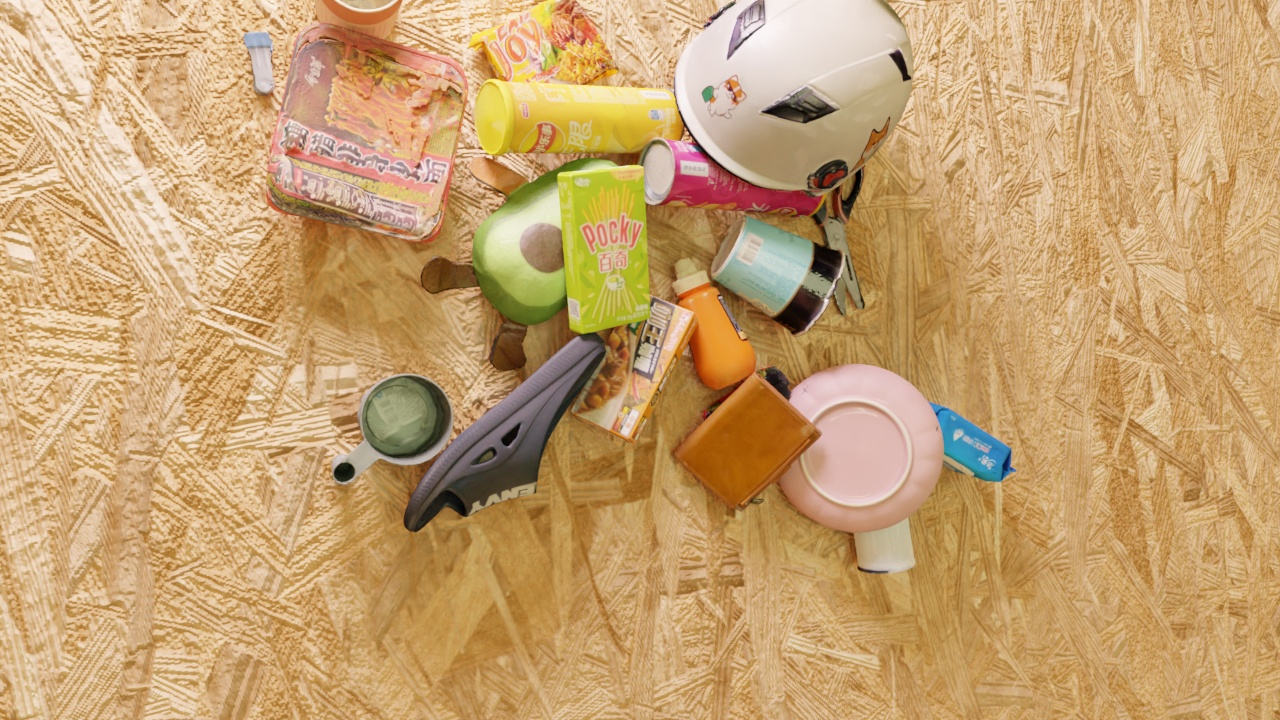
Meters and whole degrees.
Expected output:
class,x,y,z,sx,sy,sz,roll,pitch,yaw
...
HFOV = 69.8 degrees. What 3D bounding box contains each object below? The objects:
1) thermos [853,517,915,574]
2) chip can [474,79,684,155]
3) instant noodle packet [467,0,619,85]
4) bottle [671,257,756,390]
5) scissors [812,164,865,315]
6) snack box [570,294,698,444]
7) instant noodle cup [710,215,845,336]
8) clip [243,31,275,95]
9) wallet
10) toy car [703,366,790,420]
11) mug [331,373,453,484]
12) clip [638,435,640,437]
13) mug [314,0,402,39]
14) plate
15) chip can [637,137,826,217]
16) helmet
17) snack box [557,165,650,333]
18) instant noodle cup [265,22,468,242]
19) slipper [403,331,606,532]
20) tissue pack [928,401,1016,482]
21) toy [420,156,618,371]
class,x,y,z,sx,sy,sz,roll,pitch,yaw
thermos,0.275,0.131,1.075,0.073,0.073,0.224,-9,92,-20
chip can,-0.058,-0.246,0.936,0.212,0.072,0.072,-10,92,-34
instant noodle packet,-0.101,-0.321,0.962,0.128,0.044,0.111,-35,97,-17
bottle,0.074,-0.044,1.013,0.066,0.067,0.149,-23,89,-19
scissors,0.239,-0.169,1.096,0.201,0.015,0.205,38,77,-16
snack box,-0.006,0.006,0.977,0.075,0.026,0.153,24,79,22
instant noodle cup,0.146,-0.101,1.021,0.120,0.111,0.111,26,80,-9
clip,-0.363,-0.283,0.880,0.026,0.042,0.058,-9,95,-22
wallet,0.123,0.097,1.009,0.119,0.035,0.131,42,103,-11
toy car,0.121,0.049,1.039,0.106,0.031,0.049,-36,105,-6
mug,-0.242,0.067,0.871,0.123,0.103,0.083,-41,102,-15
clip,-0.025,0.067,0.998,0.054,0.013,0.033,4,87,-22
mug,-0.262,-0.366,0.870,0.081,0.106,0.114,22,82,-18
plate,0.240,0.101,1.027,0.192,0.039,0.192,1,93,13
chip can,0.102,-0.197,0.995,0.210,0.071,0.071,-2,89,-32
helmet,0.182,-0.305,0.955,0.273,0.157,0.230,-23,78,-37
snack box,-0.034,-0.110,0.908,0.085,0.026,0.156,-14,110,-32
instant noodle cup,-0.261,-0.213,0.882,0.164,0.079,0.188,13,85,-19
slipper,-0.117,0.082,0.903,0.083,0.111,0.267,44,73,8
tissue pack,0.363,0.094,1.095,0.157,0.095,0.052,30,85,-17
toy,-0.095,-0.115,0.936,0.246,0.090,0.227,-47,110,-11
